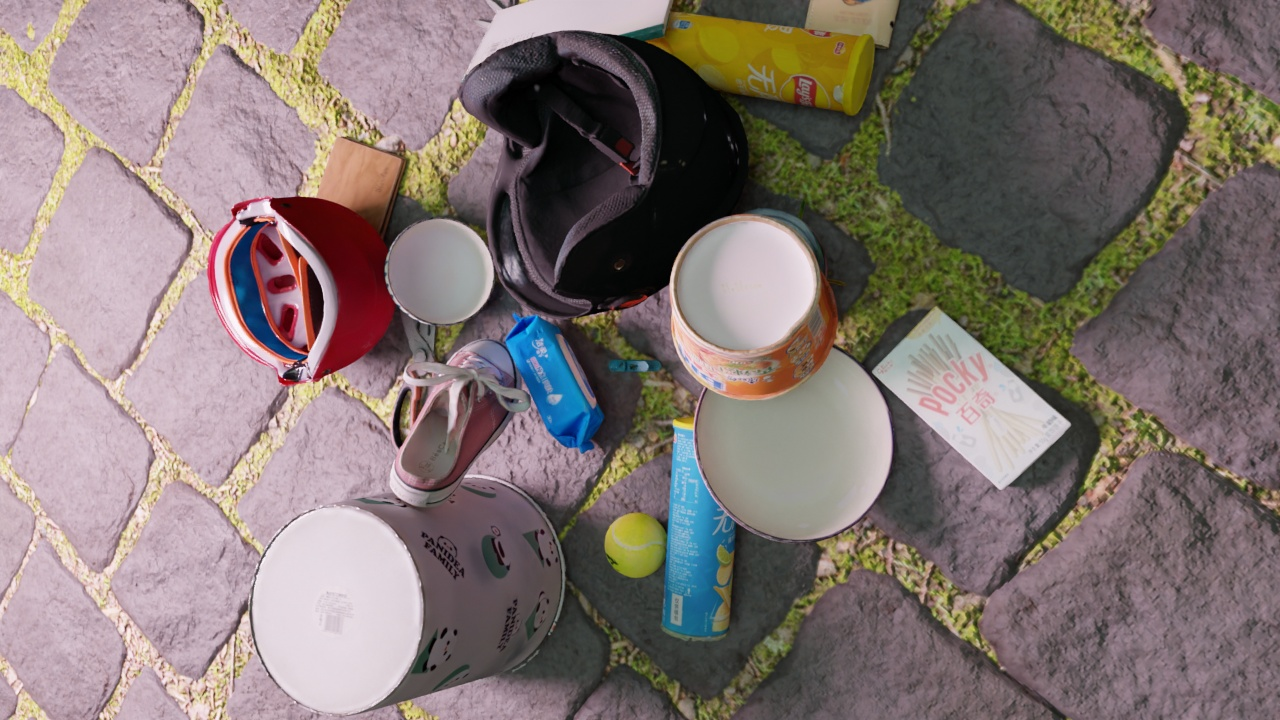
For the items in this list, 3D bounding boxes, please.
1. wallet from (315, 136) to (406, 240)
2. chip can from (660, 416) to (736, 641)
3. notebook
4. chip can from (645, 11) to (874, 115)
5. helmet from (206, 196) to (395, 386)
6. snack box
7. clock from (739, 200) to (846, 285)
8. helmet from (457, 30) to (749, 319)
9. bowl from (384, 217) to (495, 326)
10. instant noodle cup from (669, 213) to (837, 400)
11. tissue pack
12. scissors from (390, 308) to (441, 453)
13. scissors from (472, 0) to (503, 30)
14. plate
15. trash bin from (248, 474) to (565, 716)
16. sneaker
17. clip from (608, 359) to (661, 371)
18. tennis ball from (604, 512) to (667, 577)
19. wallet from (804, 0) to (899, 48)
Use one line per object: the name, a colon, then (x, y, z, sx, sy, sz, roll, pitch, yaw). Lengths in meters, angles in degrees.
wallet: (-0.334, -0.198, 1.083, 0.101, 0.020, 0.115, 21, 97, 18)
chip can: (0.061, 0.164, 0.908, 0.071, 0.071, 0.210, 5, 94, 22)
notebook: (-0.066, -0.338, 0.913, 0.209, 0.012, 0.150, -7, 45, 19)
chip can: (0.109, -0.286, 0.872, 0.213, 0.072, 0.072, 16, 98, 22)
helmet: (-0.369, -0.086, 1.036, 0.241, 0.143, 0.207, 1, 108, 42)
snack box: (0.297, 0.033, 0.831, 0.157, 0.026, 0.085, 45, 107, 14)
clock: (0.107, -0.076, 0.886, 0.159, 0.059, 0.117, -27, 83, 19)
helmet: (-0.034, -0.165, 0.853, 0.276, 0.229, 0.233, -49, 59, 46)
bowl: (-0.224, -0.095, 1.005, 0.066, 0.116, 0.116, -179, 87, -65)
instant noodle cup: (0.092, -0.049, 0.781, 0.151, 0.111, 0.151, -2, 77, 11)
tissue pack: (-0.083, 0.024, 0.948, 0.052, 0.095, 0.157, -27, 82, 3)
scissors: (-0.245, 0.017, 1.057, 0.224, 0.015, 0.189, 46, 107, 15)
scissors: (-0.116, -0.333, 0.993, 0.170, 0.012, 0.144, 2, 92, 23)
plate: (0.139, 0.072, 0.854, 0.192, 0.039, 0.192, 2, 80, -9)
trash bin: (-0.228, 0.228, 0.913, 0.230, 0.251, 0.229, -2, 83, 18)
sneaker: (-0.173, 0.040, 0.912, 0.118, 0.240, 0.088, 26, 126, -2)
clip: (-0.007, 0.006, 0.957, 0.055, 0.037, 0.013, 3, 92, 33)
tennis ball: (-0.004, 0.188, 0.937, 0.065, 0.065, 0.065, 1, 92, 22)
wallet: (0.202, -0.355, 0.858, 0.087, 0.024, 0.115, 15, 99, 16)
